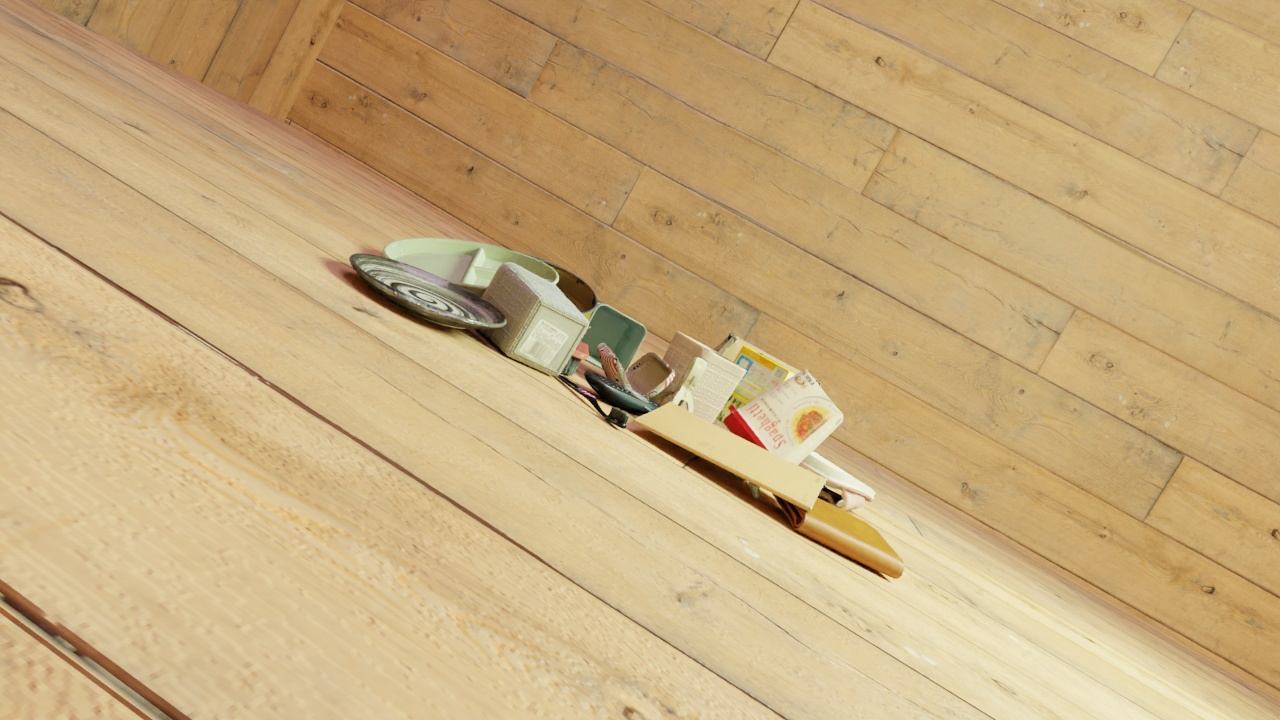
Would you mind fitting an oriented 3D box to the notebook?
[{"bbox_3d":[0.106,0.106,1.041,0.211,0.012,0.149,26,11,14],"label":"notebook"}]

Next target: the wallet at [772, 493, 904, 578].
[{"bbox_3d":[0.215,0.182,1.012,0.130,0.035,0.119,27,6,-13],"label":"wallet"}]

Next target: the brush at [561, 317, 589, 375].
[{"bbox_3d":[-0.093,-0.026,1.174,0.063,0.069,0.146,28,5,-8],"label":"brush"}]

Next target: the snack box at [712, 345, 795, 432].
[{"bbox_3d":[0.150,0.058,1.315,0.087,0.140,0.033,32,0,34],"label":"snack box"}]

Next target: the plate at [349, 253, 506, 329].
[{"bbox_3d":[-0.230,-0.068,0.989,0.179,0.024,0.179,24,9,-4],"label":"plate"}]

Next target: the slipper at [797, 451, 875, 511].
[{"bbox_3d":[0.269,0.175,1.322,0.114,0.054,0.274,33,1,26],"label":"slipper"}]

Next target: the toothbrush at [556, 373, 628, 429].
[{"bbox_3d":[-0.065,0.034,1.028,0.014,0.018,0.189,24,6,-38],"label":"toothbrush"}]

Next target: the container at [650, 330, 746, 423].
[{"bbox_3d":[0.073,0.033,1.301,0.090,0.111,0.090,27,6,-36],"label":"container"}]

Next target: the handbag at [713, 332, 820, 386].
[{"bbox_3d":[0.175,0.059,1.433,0.204,0.148,0.099,28,12,1],"label":"handbag"}]

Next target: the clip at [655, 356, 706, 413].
[{"bbox_3d":[0.054,0.052,1.200,0.035,0.100,0.098,29,34,-20],"label":"clip"}]

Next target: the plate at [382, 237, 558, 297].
[{"bbox_3d":[-0.222,-0.119,1.204,0.230,0.027,0.230,10,18,-4],"label":"plate"}]

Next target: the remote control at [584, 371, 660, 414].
[{"bbox_3d":[-0.022,0.044,1.124,0.053,0.024,0.136,31,3,40],"label":"remote control"}]

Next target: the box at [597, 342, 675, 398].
[{"bbox_3d":[-0.007,0.007,1.256,0.162,0.085,0.075,-145,-146,-75],"label":"box"}]

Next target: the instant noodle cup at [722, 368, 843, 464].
[{"bbox_3d":[0.186,0.082,1.169,0.116,0.124,0.116,54,2,16],"label":"instant noodle cup"}]

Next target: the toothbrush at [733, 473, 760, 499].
[{"bbox_3d":[0.120,0.126,1.104,0.026,0.027,0.224,-8,7,-2],"label":"toothbrush"}]

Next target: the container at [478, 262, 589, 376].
[{"bbox_3d":[-0.126,-0.046,1.071,0.090,0.090,0.114,26,9,-36],"label":"container"}]

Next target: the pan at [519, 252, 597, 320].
[{"bbox_3d":[-0.173,-0.089,1.278,0.198,0.078,0.356,23,24,4],"label":"pan"}]

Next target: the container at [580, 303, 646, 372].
[{"bbox_3d":[-0.056,-0.038,1.451,0.090,0.090,0.111,29,2,-13],"label":"container"}]

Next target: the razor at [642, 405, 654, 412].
[{"bbox_3d":[0.057,0.088,1.147,0.142,0.022,0.043,22,11,-48],"label":"razor"}]
